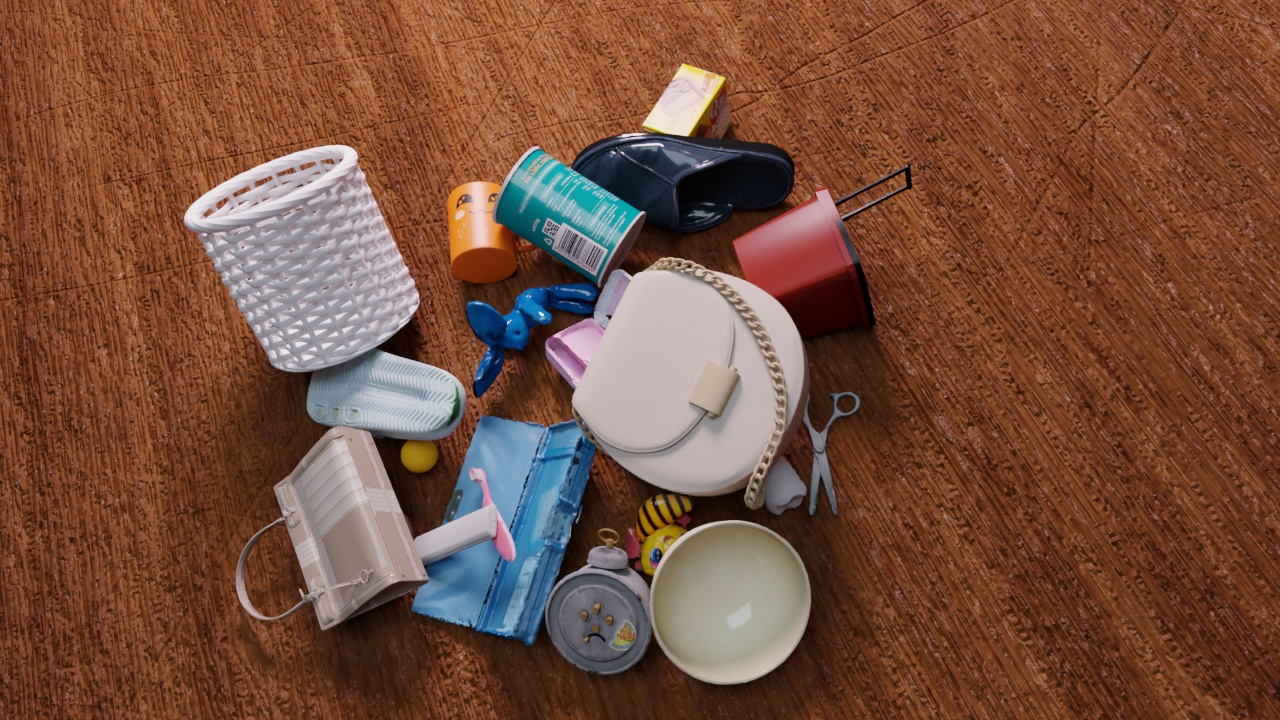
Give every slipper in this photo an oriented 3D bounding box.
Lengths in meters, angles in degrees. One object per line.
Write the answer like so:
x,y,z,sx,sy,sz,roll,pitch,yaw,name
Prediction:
0.043,-0.196,1.060,0.266,0.109,0.083,2,50,7,slipper
-0.284,0.041,1.030,0.246,0.074,0.104,10,74,34,slipper

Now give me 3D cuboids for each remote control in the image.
-0.193,0.181,0.943,0.131,0.012,0.033,-27,54,36,remote control

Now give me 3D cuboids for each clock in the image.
-0.035,0.230,0.873,0.104,0.056,0.148,7,99,14,clock

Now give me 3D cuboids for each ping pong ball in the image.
-0.244,0.104,1.013,0.040,0.040,0.040,-4,64,9,ping pong ball

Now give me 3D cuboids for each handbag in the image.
0.055,0.023,0.893,0.209,0.103,0.210,25,87,19,handbag
-0.340,0.195,0.951,0.198,0.062,0.175,-33,69,12,handbag

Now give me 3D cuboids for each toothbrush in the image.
-0.151,0.154,0.934,0.022,0.016,0.135,-52,41,16,toothbrush

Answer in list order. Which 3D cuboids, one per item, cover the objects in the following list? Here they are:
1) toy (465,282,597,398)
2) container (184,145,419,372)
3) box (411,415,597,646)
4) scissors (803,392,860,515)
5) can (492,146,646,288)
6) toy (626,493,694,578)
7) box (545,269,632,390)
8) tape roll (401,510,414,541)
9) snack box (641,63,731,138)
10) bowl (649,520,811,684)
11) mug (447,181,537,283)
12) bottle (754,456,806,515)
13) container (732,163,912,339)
-0.131,-0.045,1.029,0.176,0.113,0.071,-34,60,-25,toy
-0.368,-0.114,1.021,0.189,0.187,0.189,-14,31,8,container
-0.132,0.169,0.960,0.176,0.060,0.231,0,63,39,box
0.176,0.082,0.959,0.131,0.014,0.153,26,69,20,scissors
-0.081,-0.162,1.044,0.144,0.099,0.099,32,73,4,can
0.027,0.181,0.913,0.084,0.046,0.103,-6,97,4,toy
-0.003,0.004,0.981,0.110,0.102,0.201,-28,60,-31,box
-0.292,0.195,0.984,0.094,0.030,0.093,-4,64,9,tape roll
0.059,-0.290,1.119,0.061,0.084,0.105,25,72,21,snack box
0.076,0.218,0.865,0.150,0.075,0.151,0,92,-11,bowl
-0.174,-0.154,1.108,0.112,0.078,0.095,-3,63,-12,mug
0.119,0.093,0.947,0.044,0.044,0.136,-30,63,-4,bottle
0.212,-0.109,0.968,0.201,0.148,0.127,-22,62,10,container
